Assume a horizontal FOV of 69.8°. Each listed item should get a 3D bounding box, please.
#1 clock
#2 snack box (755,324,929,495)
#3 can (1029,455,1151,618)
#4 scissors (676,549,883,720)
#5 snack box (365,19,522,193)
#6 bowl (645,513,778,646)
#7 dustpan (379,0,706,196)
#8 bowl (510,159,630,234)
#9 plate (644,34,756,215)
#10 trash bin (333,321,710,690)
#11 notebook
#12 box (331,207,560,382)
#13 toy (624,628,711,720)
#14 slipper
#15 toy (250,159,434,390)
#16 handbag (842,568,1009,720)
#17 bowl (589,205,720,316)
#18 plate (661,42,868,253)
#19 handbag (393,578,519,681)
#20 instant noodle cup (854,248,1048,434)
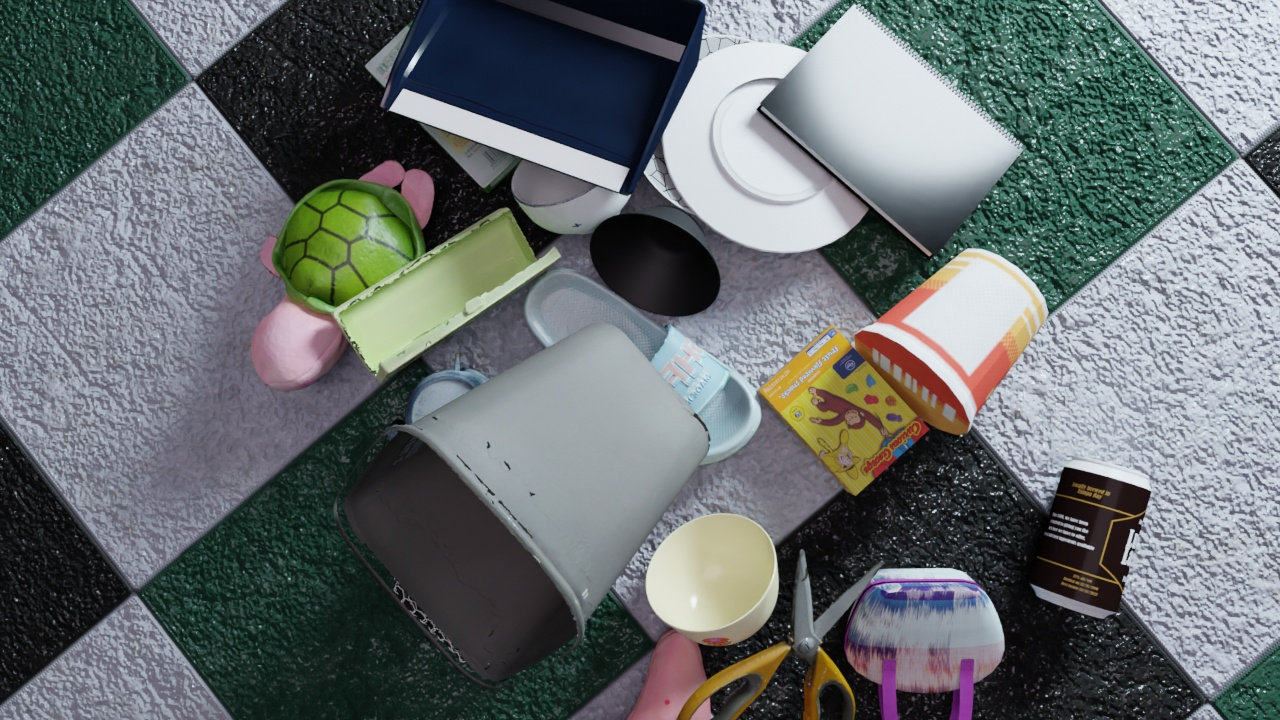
[{"bbox_3d":[-0.179,0.062,0.847,0.090,0.052,0.129,34,93,4],"label":"clock"},{"bbox_3d":[0.182,0.045,0.835,0.088,0.040,0.126,-42,86,0],"label":"snack box"},{"bbox_3d":[0.394,0.154,0.805,0.072,0.072,0.128,17,88,3],"label":"can"},{"bbox_3d":[0.122,0.257,0.772,0.224,0.016,0.225,-17,117,-12],"label":"scissors"},{"bbox_3d":[-0.156,-0.263,0.872,0.132,0.027,0.168,-44,86,-1],"label":"snack box"},{"bbox_3d":[0.072,0.205,0.810,0.118,0.118,0.074,-28,128,1],"label":"bowl"},{"bbox_3d":[-0.065,-0.304,0.802,0.236,0.080,0.272,21,62,6],"label":"dustpan"},{"bbox_3d":[-0.054,-0.158,0.834,0.113,0.063,0.113,-15,46,16],"label":"bowl"},{"bbox_3d":[0.081,-0.212,0.847,0.188,0.016,0.188,2,77,-9],"label":"plate"},{"bbox_3d":[-0.079,0.098,0.726,0.197,0.198,0.219,48,46,2],"label":"trash bin"},{"bbox_3d":[0.230,-0.212,0.837,0.206,0.016,0.148,42,75,2],"label":"notebook"},{"bbox_3d":[-0.173,-0.065,0.809,0.187,0.092,0.083,-37,91,-22],"label":"box"},{"bbox_3d":[0.029,0.356,0.803,0.192,0.097,0.236,6,80,-9],"label":"toy"},{"bbox_3d":[-0.005,0.005,0.829,0.245,0.074,0.104,38,90,5],"label":"slipper"},{"bbox_3d":[-0.275,-0.081,0.839,0.190,0.088,0.238,30,83,9],"label":"toy"},{"bbox_3d":[0.254,0.276,0.815,0.144,0.068,0.170,-1,94,4],"label":"handbag"},{"bbox_3d":[0.021,-0.102,0.831,0.124,0.124,0.052,24,55,3],"label":"bowl"},{"bbox_3d":[0.124,-0.198,0.833,0.208,0.015,0.208,2,77,-9],"label":"plate"},{"bbox_3d":[-0.129,0.188,0.806,0.125,0.115,0.153,-40,83,-5],"label":"handbag"},{"bbox_3d":[0.275,-0.022,0.801,0.121,0.123,0.123,-44,86,-8],"label":"instant noodle cup"}]
